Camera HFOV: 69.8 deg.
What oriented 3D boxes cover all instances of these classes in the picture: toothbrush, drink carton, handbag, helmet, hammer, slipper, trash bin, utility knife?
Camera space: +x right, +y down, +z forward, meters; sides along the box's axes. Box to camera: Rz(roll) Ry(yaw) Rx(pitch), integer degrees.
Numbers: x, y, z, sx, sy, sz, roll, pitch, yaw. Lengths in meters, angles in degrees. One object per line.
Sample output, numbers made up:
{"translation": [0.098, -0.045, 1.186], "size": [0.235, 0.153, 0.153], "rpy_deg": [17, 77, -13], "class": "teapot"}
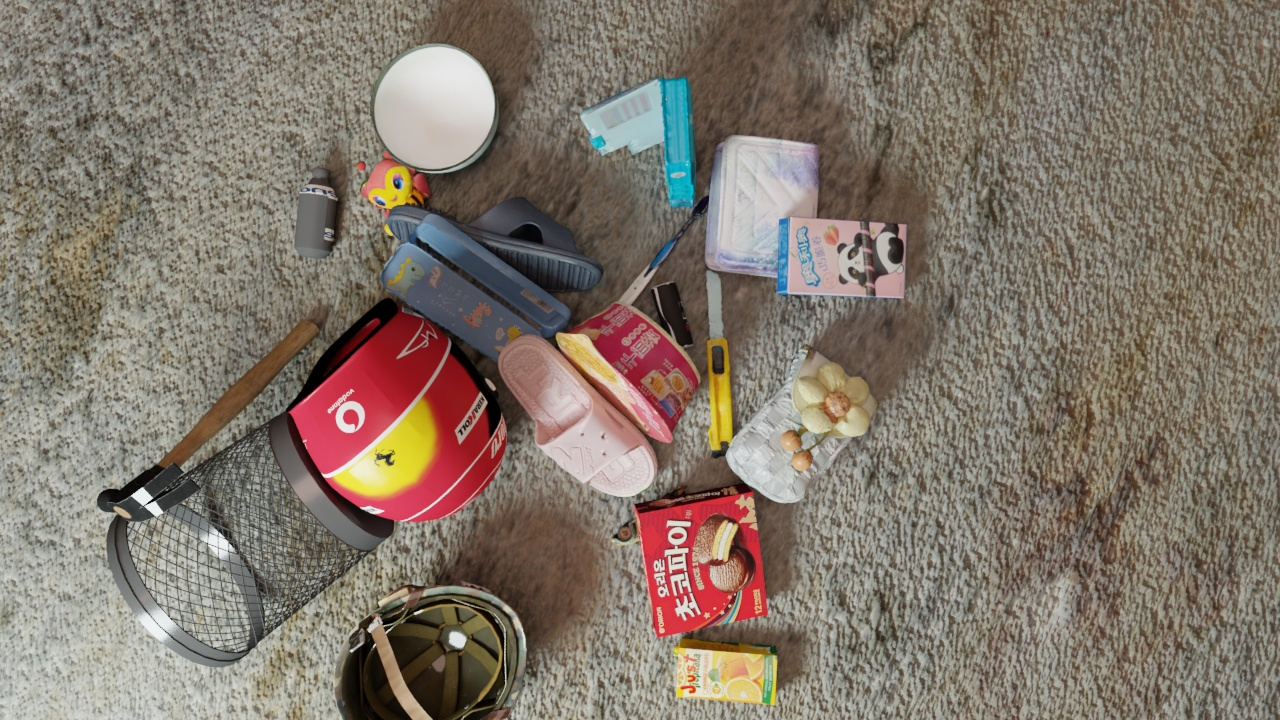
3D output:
{"translation": [0.026, -0.123, 1.115], "size": [0.016, 0.017, 0.189], "rpy_deg": [40, 95, 15], "class": "toothbrush"}
{"translation": [0.099, 0.368, 1.090], "size": [0.122, 0.041, 0.058], "rpy_deg": [3, 90, 6], "class": "drink carton"}
{"translation": [0.183, 0.080, 1.043], "size": [0.112, 0.123, 0.171], "rpy_deg": [39, 87, -1], "class": "handbag"}
{"translation": [-0.231, 0.345, 1.021], "size": [0.225, 0.236, 0.192], "rpy_deg": [-36, 91, 14], "class": "helmet"}
{"translation": [-0.260, 0.068, 1.038], "size": [0.198, 0.270, 0.224], "rpy_deg": [-41, 107, 5], "class": "helmet"}
{"translation": [-0.478, 0.058, 1.058], "size": [0.133, 0.304, 0.040], "rpy_deg": [-5, 129, 41], "class": "hammer"}
{"translation": [-0.081, 0.074, 1.078], "size": [0.094, 0.064, 0.239], "rpy_deg": [-40, 95, 19], "class": "slipper"}
{"translation": [-0.436, 0.194, 1.061], "size": [0.227, 0.218, 0.217], "rpy_deg": [-36, 86, 0], "class": "trash bin"}
{"translation": [0.092, 0.004, 1.109], "size": [0.030, 0.019, 0.227], "rpy_deg": [-3, 86, -4], "class": "utility knife"}
{"translation": [0.146, -0.179, 1.081], "size": [0.126, 0.069, 0.158], "rpy_deg": [4, 91, -9], "class": "handbag"}
{"translation": [-0.167, -0.152, 1.098], "size": [0.263, 0.101, 0.082], "rpy_deg": [15, 67, 2], "class": "slipper"}

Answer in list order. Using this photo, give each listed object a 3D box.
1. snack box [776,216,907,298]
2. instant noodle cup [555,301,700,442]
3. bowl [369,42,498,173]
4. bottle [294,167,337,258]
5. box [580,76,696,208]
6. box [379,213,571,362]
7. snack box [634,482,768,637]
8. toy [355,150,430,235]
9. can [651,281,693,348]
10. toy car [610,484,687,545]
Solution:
{"translation": [0.233, -0.117, 1.057], "size": [0.154, 0.033, 0.088], "rpy_deg": [1, 92, -17], "class": "snack box"}
{"translation": [-0.006, 0.006, 1.048], "size": [0.178, 0.179, 0.077], "rpy_deg": [43, 77, 4], "class": "instant noodle cup"}
{"translation": [-0.241, -0.298, 1.112], "size": [0.153, 0.073, 0.153], "rpy_deg": [0, 89, 6], "class": "bowl"}
{"translation": [-0.402, -0.183, 1.140], "size": [0.047, 0.047, 0.112], "rpy_deg": [6, 89, 5], "class": "bottle"}
{"translation": [0.001, -0.232, 1.011], "size": [0.117, 0.226, 0.097], "rpy_deg": [-2, 89, 4], "class": "box"}
{"translation": [-0.192, -0.079, 1.084], "size": [0.209, 0.047, 0.122], "rpy_deg": [36, 117, -19], "class": "box"}
{"translation": [0.071, 0.231, 1.066], "size": [0.132, 0.036, 0.152], "rpy_deg": [-10, 101, -7], "class": "snack box"}
{"translation": [-0.302, -0.205, 1.132], "size": [0.084, 0.046, 0.103], "rpy_deg": [-22, 91, -2], "class": "toy"}
{"translation": [0.038, -0.052, 1.104], "size": [0.031, 0.031, 0.080], "rpy_deg": [-17, 88, 5], "class": "can"}
{"translation": [0.019, 0.194, 1.095], "size": [0.112, 0.047, 0.047], "rpy_deg": [-36, 81, 4], "class": "toy car"}
